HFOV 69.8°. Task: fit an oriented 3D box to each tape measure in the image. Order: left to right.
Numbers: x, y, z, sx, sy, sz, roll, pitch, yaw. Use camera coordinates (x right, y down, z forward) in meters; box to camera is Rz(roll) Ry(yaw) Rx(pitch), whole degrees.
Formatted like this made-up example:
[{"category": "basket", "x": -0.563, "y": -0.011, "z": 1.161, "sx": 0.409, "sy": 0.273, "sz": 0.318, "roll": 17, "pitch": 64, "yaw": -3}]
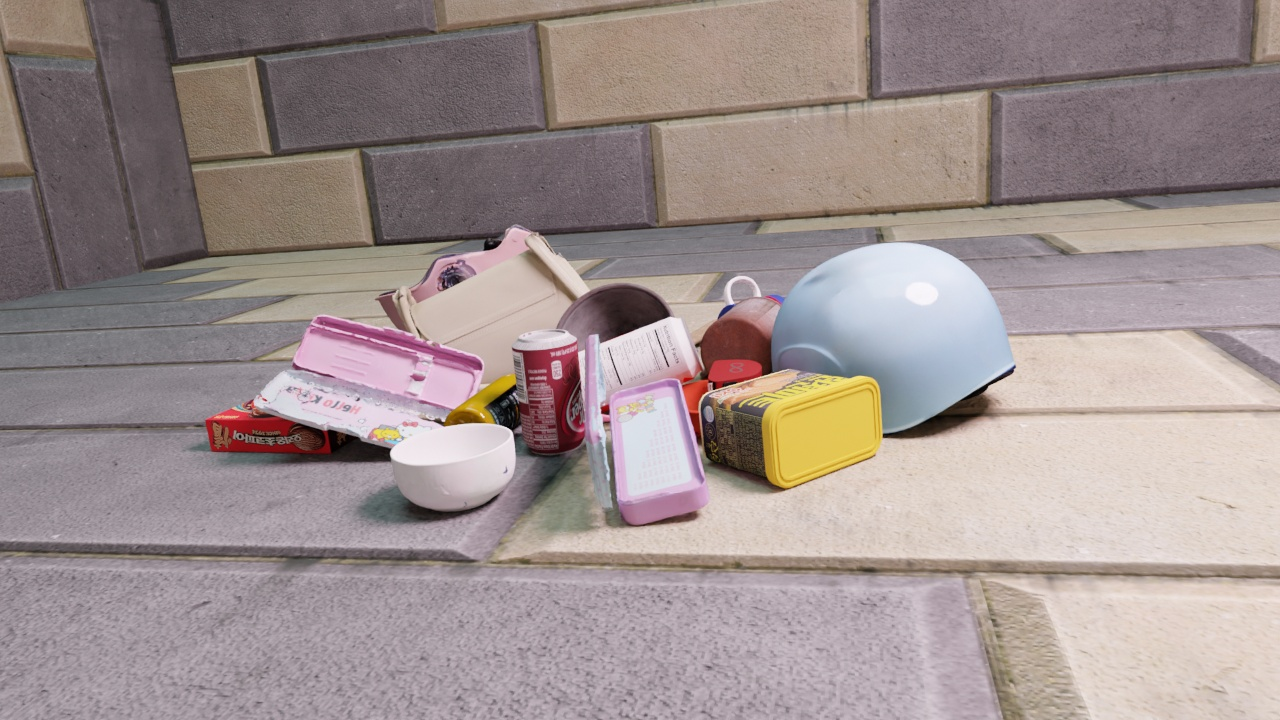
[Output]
[{"category": "tape measure", "x": 0.096, "y": 0.018, "z": 0.929, "sx": 0.051, "sy": 0.019, "sz": 0.058, "roll": 0, "pitch": 22, "yaw": 13}]

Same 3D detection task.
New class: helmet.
[{"category": "helmet", "x": -0.255, "y": -0.093, "z": 1.369, "sx": 0.255, "sy": 0.152, "sz": 0.230, "roll": -24, "pitch": 10, "yaw": -22}, {"category": "helmet", "x": 0.244, "y": -0.034, "z": 0.949, "sx": 0.225, "sy": 0.167, "sz": 0.266, "roll": -23, "pitch": 11, "yaw": -25}]

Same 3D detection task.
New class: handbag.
[{"category": "handbag", "x": -0.169, "y": -0.051, "z": 1.162, "sx": 0.229, "sy": 0.184, "sz": 0.132, "roll": -24, "pitch": 11, "yaw": 2}]

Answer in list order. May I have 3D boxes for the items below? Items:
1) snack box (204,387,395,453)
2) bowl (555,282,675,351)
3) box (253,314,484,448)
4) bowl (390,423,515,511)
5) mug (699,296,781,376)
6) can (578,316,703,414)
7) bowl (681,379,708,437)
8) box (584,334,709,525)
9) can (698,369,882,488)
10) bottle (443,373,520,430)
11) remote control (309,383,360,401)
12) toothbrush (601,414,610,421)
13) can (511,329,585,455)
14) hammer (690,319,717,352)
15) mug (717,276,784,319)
[{"category": "snack box", "x": -0.377, "y": 0.064, "z": 1.032, "sx": 0.152, "sy": 0.036, "sz": 0.132, "roll": -1, "pitch": 14, "yaw": 17}, {"category": "bowl", "x": -0.022, "y": -0.011, "z": 1.060, "sx": 0.145, "sy": 0.144, "sz": 0.067, "roll": -2, "pitch": -24, "yaw": 13}, {"category": "box", "x": -0.280, "y": 0.031, "z": 0.969, "sx": 0.201, "sy": 0.059, "sz": 0.155, "roll": 15, "pitch": 51, "yaw": 3}, {"category": "bowl", "x": -0.158, "y": 0.095, "z": 0.790, "sx": 0.105, "sy": 0.054, "sz": 0.104, "roll": -7, "pitch": 14, "yaw": 2}, {"category": "mug", "x": 0.116, "y": -0.013, "z": 1.090, "sx": 0.123, "sy": 0.096, "sz": 0.110, "roll": -39, "pitch": -7, "yaw": 27}, {"category": "can", "x": -0.006, "y": 0.006, "z": 0.970, "sx": 0.132, "sy": 0.070, "sz": 0.070, "roll": -21, "pitch": 13, "yaw": 4}, {"category": "bowl", "x": 0.084, "y": 0.050, "z": 0.921, "sx": 0.122, "sy": 0.035, "sz": 0.122, "roll": -5, "pitch": 14, "yaw": 1}, {"category": "box", "x": -0.004, "y": 0.044, "z": 0.787, "sx": 0.090, "sy": 0.092, "sz": 0.214, "roll": -14, "pitch": 23, "yaw": 2}, {"category": "can", "x": 0.131, "y": 0.055, "z": 0.814, "sx": 0.130, "sy": 0.072, "sz": 0.101, "roll": -14, "pitch": 14, "yaw": -32}, {"category": "bottle", "x": -0.147, "y": 0.048, "z": 0.977, "sx": 0.053, "sy": 0.053, "sz": 0.185, "roll": -1, "pitch": 14, "yaw": 14}, {"category": "remote control", "x": -0.342, "y": 0.030, "z": 1.049, "sx": 0.050, "sy": 0.011, "sz": 0.136, "roll": -17, "pitch": 18, "yaw": -39}, {"category": "toothbrush", "x": -0.060, "y": 0.056, "z": 0.942, "sx": 0.135, "sy": 0.022, "sz": 0.016, "roll": 9, "pitch": 21, "yaw": 3}, {"category": "can", "x": -0.089, "y": 0.030, "z": 0.898, "sx": 0.063, "sy": 0.114, "sz": 0.063, "roll": -5, "pitch": 14, "yaw": 1}, {"category": "hammer", "x": 0.058, "y": -0.018, "z": 1.237, "sx": 0.119, "sy": 0.031, "sz": 0.330, "roll": -6, "pitch": 8, "yaw": 23}, {"category": "mug", "x": 0.143, "y": -0.059, "z": 1.195, "sx": 0.076, "sy": 0.112, "sz": 0.075, "roll": -15, "pitch": -18, "yaw": -34}]
